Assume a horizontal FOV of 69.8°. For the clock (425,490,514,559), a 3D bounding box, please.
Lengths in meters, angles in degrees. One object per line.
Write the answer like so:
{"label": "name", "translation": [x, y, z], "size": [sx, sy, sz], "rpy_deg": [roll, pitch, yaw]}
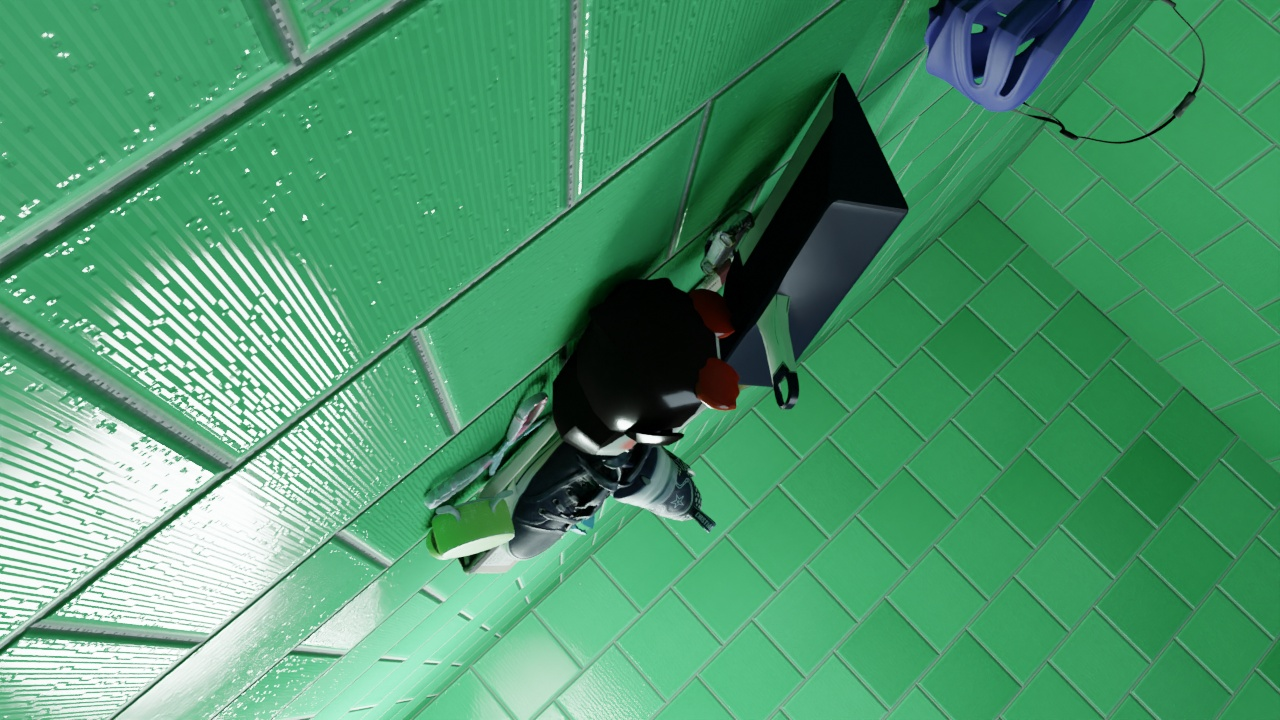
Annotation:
{"label": "clock", "translation": [-0.178, 0.178, 0.967], "size": [0.094, 0.042, 0.120], "rpy_deg": [-11, 162, -20]}

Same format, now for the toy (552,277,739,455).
{"label": "toy", "translation": [-0.023, 0.017, 0.816], "size": [0.140, 0.158, 0.185], "rpy_deg": [16, 144, -27]}

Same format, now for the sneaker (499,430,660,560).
{"label": "sneaker", "translation": [-0.052, 0.128, 0.997], "size": [0.120, 0.127, 0.295], "rpy_deg": [22, 113, -43]}

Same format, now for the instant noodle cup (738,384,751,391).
{"label": "instant noodle cup", "translation": [0.137, -0.032, 1.278], "size": [0.100, 0.100, 0.113], "rpy_deg": [-37, 157, -31]}

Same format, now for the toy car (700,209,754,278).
{"label": "toy car", "translation": [0.080, -0.114, 0.891], "size": [0.038, 0.027, 0.090], "rpy_deg": [-44, 172, -29]}

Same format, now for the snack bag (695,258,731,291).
{"label": "snack bag", "translation": [0.055, -0.063, 1.039], "size": [0.158, 0.013, 0.057], "rpy_deg": [-44, 168, 1]}

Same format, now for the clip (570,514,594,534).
{"label": "clip", "translation": [-0.099, 0.189, 1.211], "size": [0.097, 0.116, 0.026], "rpy_deg": [-47, 130, 11]}

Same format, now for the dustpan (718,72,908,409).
{"label": "dustpan", "translation": [0.123, -0.073, 0.782], "size": [0.080, 0.272, 0.237], "rpy_deg": [3, 142, -21]}

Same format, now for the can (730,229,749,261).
{"label": "can", "translation": [0.171, -0.134, 0.987], "size": [0.139, 0.088, 0.088], "rpy_deg": [-41, 169, -12]}

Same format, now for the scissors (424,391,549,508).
{"label": "scissors", "translation": [-0.144, 0.089, 0.900], "size": [0.176, 0.013, 0.171], "rpy_deg": [-39, 172, -34]}

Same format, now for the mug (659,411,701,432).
{"label": "mug", "translation": [0.040, 0.051, 1.291], "size": [0.096, 0.078, 0.112], "rpy_deg": [-38, -164, -29]}

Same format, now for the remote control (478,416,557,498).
{"label": "remote control", "translation": [-0.130, 0.107, 0.990], "size": [0.126, 0.018, 0.038], "rpy_deg": [-46, -179, 13]}

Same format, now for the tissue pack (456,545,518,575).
{"label": "tissue pack", "translation": [-0.150, 0.192, 1.165], "size": [0.181, 0.071, 0.103], "rpy_deg": [-49, 153, 11]}

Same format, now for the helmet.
{"label": "helmet", "translation": [0.358, -0.269, 0.779], "size": [0.240, 0.228, 0.148], "rpy_deg": [-32, 155, -52]}

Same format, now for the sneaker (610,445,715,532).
{"label": "sneaker", "translation": [0.016, 0.149, 1.212], "size": [0.103, 0.132, 0.269], "rpy_deg": [-54, -164, 0]}
